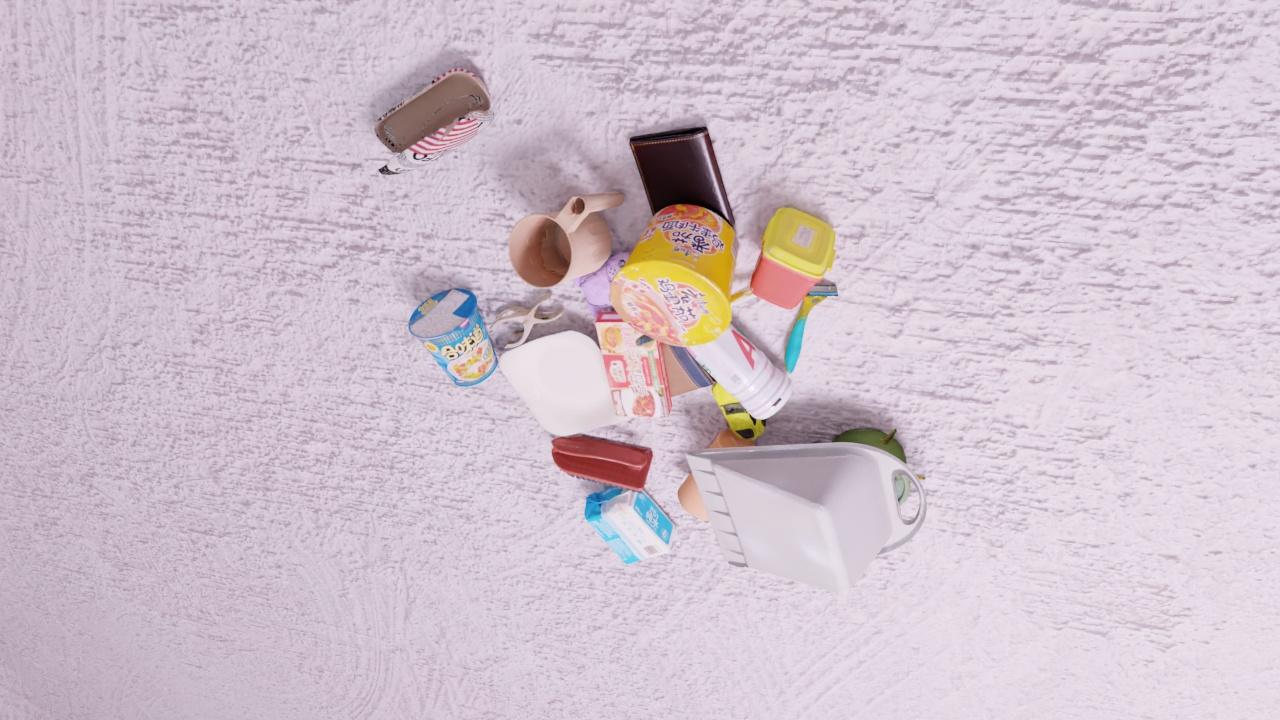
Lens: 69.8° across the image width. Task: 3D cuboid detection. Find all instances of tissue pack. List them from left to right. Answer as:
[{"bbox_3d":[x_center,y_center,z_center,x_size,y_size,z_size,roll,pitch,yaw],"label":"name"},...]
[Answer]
[{"bbox_3d":[-0.013,0.245,1.386,0.090,0.063,0.140,-24,118,32],"label":"tissue pack"}]

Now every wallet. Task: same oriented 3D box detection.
[{"bbox_3d":[0.033,0.010,1.198,0.116,0.033,0.090,-22,115,34],"label":"wallet"},{"bbox_3d":[0.046,-0.199,1.030,0.096,0.020,0.122,-1,129,27],"label":"wallet"}]

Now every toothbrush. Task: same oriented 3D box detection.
[{"bbox_3d":[0.080,-0.059,1.083,0.191,0.018,0.016,-24,91,5],"label":"toothbrush"}]

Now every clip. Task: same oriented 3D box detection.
[{"bbox_3d":[-0.144,-0.045,1.218,0.105,0.034,0.083,-10,121,17],"label":"clip"}]

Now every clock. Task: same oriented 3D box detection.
[{"bbox_3d":[0.279,0.148,1.206,0.162,0.056,0.116,-20,118,32],"label":"clock"}]

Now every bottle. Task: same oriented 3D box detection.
[{"bbox_3d":[0.101,-0.013,1.133,0.197,0.068,0.068,43,129,-13],"label":"bottle"}]

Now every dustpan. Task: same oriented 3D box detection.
[{"bbox_3d":[0.225,0.188,1.203,0.258,0.142,0.223,15,137,42],"label":"dustpan"}]

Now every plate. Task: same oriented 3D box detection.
[{"bbox_3d":[-0.096,0.027,1.256,0.165,0.034,0.164,-16,121,29],"label":"plate"}]

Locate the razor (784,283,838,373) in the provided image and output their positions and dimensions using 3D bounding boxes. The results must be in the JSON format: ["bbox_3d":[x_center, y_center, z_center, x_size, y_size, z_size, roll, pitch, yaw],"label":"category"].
[{"bbox_3d":[0.195,-0.038,1.101,0.043,0.028,0.133,-3,132,-18],"label":"razor"}]

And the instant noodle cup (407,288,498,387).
[{"bbox_3d":[-0.244,-0.024,1.235,0.099,0.099,0.110,-2,134,21],"label":"instant noodle cup"}]

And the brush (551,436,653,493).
[{"bbox_3d":[-0.059,0.142,1.317,0.146,0.063,0.069,11,149,12],"label":"brush"}]

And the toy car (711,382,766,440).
[{"bbox_3d":[0.128,0.063,1.207,0.048,0.032,0.105,-13,121,29],"label":"toy car"}]

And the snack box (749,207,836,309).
[{"bbox_3d":[0.166,-0.109,1.014,0.082,0.091,0.080,24,139,1],"label":"snack box"}]

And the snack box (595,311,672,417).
[{"bbox_3d":[-0.007,0.007,1.171,0.075,0.025,0.153,1,126,16],"label":"snack box"}]

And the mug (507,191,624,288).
[{"bbox_3d":[-0.079,-0.146,1.052,0.084,0.103,0.125,47,118,7],"label":"mug"}]

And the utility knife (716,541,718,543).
[{"bbox_3d":[0.167,0.228,1.338,0.034,0.018,0.192,41,131,0],"label":"utility knife"}]

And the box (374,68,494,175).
[{"bbox_3d":[-0.241,-0.274,1.047,0.163,0.076,0.088,-22,92,33],"label":"box"}]

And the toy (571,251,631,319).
[{"bbox_3d":[-0.034,-0.100,1.126,0.108,0.038,0.084,-18,120,32],"label":"toy"}]

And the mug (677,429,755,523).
[{"bbox_3d":[0.109,0.157,1.266,0.078,0.078,0.123,24,127,0],"label":"mug"}]

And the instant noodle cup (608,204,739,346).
[{"bbox_3d":[0.046,-0.101,1.036,0.138,0.109,0.138,13,145,9],"label":"instant noodle cup"}]
